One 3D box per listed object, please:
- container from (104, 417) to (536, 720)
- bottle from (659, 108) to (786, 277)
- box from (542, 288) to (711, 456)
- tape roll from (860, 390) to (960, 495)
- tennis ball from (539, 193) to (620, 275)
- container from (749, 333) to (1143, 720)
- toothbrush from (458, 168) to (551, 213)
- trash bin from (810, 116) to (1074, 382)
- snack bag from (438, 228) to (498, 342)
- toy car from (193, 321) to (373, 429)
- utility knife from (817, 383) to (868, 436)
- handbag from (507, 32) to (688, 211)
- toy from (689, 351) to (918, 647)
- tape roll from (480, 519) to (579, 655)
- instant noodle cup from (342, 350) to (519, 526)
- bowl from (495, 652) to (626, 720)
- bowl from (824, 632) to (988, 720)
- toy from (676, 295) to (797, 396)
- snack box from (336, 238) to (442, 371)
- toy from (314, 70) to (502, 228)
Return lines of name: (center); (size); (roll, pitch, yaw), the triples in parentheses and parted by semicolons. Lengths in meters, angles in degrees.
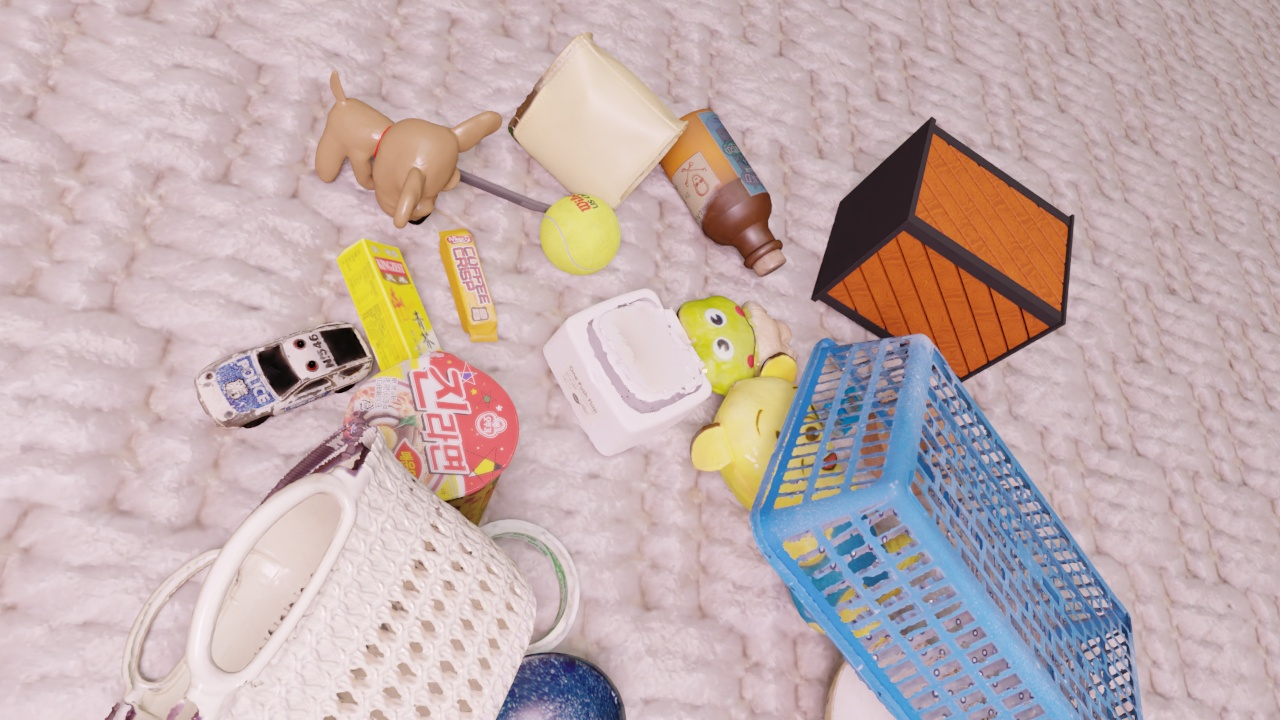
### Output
container: (-0.165, 0.143, 0.456); (0.143, 0.252, 0.184); (37, 56, -19)
bottle: (0.079, -0.146, 0.830); (0.067, 0.068, 0.157); (-25, 79, -35)
box: (0.001, 0.000, 0.700); (0.102, 0.095, 0.107); (-24, 80, -33)
tape roll: (0.242, 0.074, 0.827); (0.094, 0.027, 0.093); (12, 60, -22)
tennis ball: (-0.049, -0.102, 0.742); (0.065, 0.065, 0.065); (12, 60, -22)
container: (0.243, 0.159, 0.659); (0.362, 0.089, 0.256); (51, 35, -12)
toothbrush: (-0.101, -0.135, 0.765); (0.167, 0.013, 0.013); (20, 66, -17)
trash bin: (0.286, -0.098, 0.868); (0.172, 0.140, 0.139); (30, 55, -11)
snack bag: (-0.132, -0.059, 0.705); (0.026, 0.020, 0.099); (-8, 69, -32)
toy car: (-0.233, 0.007, 0.606); (0.112, 0.041, 0.048); (-26, 78, -34)
utility knife: (0.179, 0.036, 0.779); (0.031, 0.015, 0.174); (59, 24, 3)
handbag: (-0.038, -0.197, 0.775); (0.119, 0.111, 0.081); (41, 16, -7)
toy: (0.124, 0.108, 0.713); (0.214, 0.084, 0.148); (56, 31, 8)
tape roll: (-0.087, 0.155, 0.620); (0.093, 0.018, 0.093); (12, 60, -22)
instant noodle cup: (-0.131, 0.073, 0.571); (0.100, 0.113, 0.100); (8, 49, -9)
bowl: (-0.059, 0.242, 0.554); (0.114, 0.061, 0.114); (-9, 34, 6)
bowl: (0.182, 0.278, 0.669); (0.145, 0.063, 0.145); (12, 61, -22)
toy: (0.085, -0.013, 0.781); (0.117, 0.043, 0.092); (1, 64, -29)
snack box: (-0.168, -0.015, 0.648); (0.040, 0.029, 0.148); (6, 56, -65)
toy: (-0.183, -0.152, 0.682); (0.108, 0.106, 0.133); (27, 54, 7)
